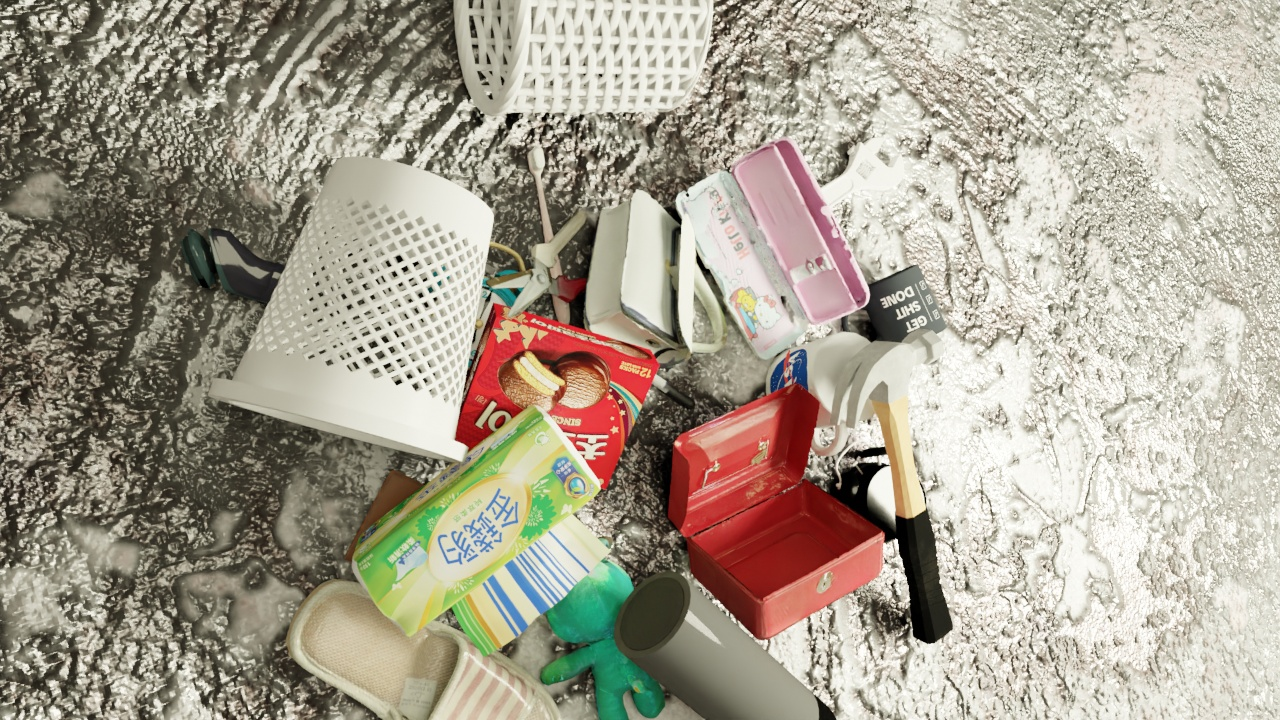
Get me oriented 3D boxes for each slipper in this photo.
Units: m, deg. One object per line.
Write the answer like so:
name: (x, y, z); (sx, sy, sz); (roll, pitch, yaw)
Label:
slipper: (-0.174, 0.279, 0.771); (0.263, 0.052, 0.114); (38, 67, -12)

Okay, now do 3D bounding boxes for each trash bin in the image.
trash bin: (-0.208, -0.040, 0.727); (0.195, 0.196, 0.199); (18, 79, -19)

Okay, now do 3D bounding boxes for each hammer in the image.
hammer: (0.270, 0.138, 0.927); (0.131, 0.039, 0.328); (-24, 109, -27)

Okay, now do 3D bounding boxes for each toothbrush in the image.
toothbrush: (-0.089, -0.122, 0.901); (0.015, 0.018, 0.181); (-8, 84, -24)

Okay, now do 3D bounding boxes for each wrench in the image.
wrench: (0.199, -0.177, 1.034); (0.272, 0.018, 0.066); (-34, 95, -23)

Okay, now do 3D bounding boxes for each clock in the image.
clock: (-0.150, -0.047, 0.849); (0.099, 0.044, 0.129); (8, 84, -22)
clock: (0.254, 0.143, 0.983); (0.091, 0.043, 0.120); (-39, 97, -24)

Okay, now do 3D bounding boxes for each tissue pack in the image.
tissue pack: (-0.116, 0.151, 0.756); (0.197, 0.120, 0.141); (-36, 100, -1)

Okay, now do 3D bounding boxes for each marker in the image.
marker: (-0.005, 0.005, 0.916); (0.152, 0.011, 0.011); (35, 69, -13)

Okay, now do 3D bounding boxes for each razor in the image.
razor: (-0.317, -0.071, 0.782); (0.142, 0.047, 0.052); (20, 97, -21)

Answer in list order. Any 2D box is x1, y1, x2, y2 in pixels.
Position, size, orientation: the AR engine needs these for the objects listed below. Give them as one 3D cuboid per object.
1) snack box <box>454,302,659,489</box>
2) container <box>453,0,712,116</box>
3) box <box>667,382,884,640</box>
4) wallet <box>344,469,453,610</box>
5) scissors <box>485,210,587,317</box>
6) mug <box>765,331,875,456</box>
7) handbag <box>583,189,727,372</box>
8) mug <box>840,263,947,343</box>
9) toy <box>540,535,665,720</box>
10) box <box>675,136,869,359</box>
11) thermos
snack box: (-0.080, 0.035, 0.826); (0.152, 0.035, 0.133); (16, 109, -20)
container: (-0.058, -0.326, 0.857); (0.186, 0.190, 0.189); (-8, 83, -25)
box: (0.132, 0.149, 0.866); (0.156, 0.157, 0.170); (-23, 52, -24)
wallet: (-0.186, 0.161, 0.809); (0.121, 0.013, 0.087); (30, 75, -15)
scissors: (-0.073, -0.085, 0.858); (0.185, 0.015, 0.179); (30, 44, -39)
mug: (0.192, 0.039, 0.950); (0.091, 0.090, 0.121); (4, 79, -23)
handbag: (0.035, -0.066, 0.899); (0.176, 0.074, 0.151); (32, 51, -36)
mug: (0.275, -0.050, 1.020); (0.105, 0.071, 0.077); (-25, 91, 2)
toy: (-0.031, 0.251, 0.832); (0.130, 0.072, 0.193); (-25, 100, -25)
box: (0.140, -0.119, 0.971); (0.154, 0.066, 0.201); (-28, 101, 5)
thermos: (0.083, 0.290, 0.828); (0.240, 0.082, 0.082); (46, 66, -27)
